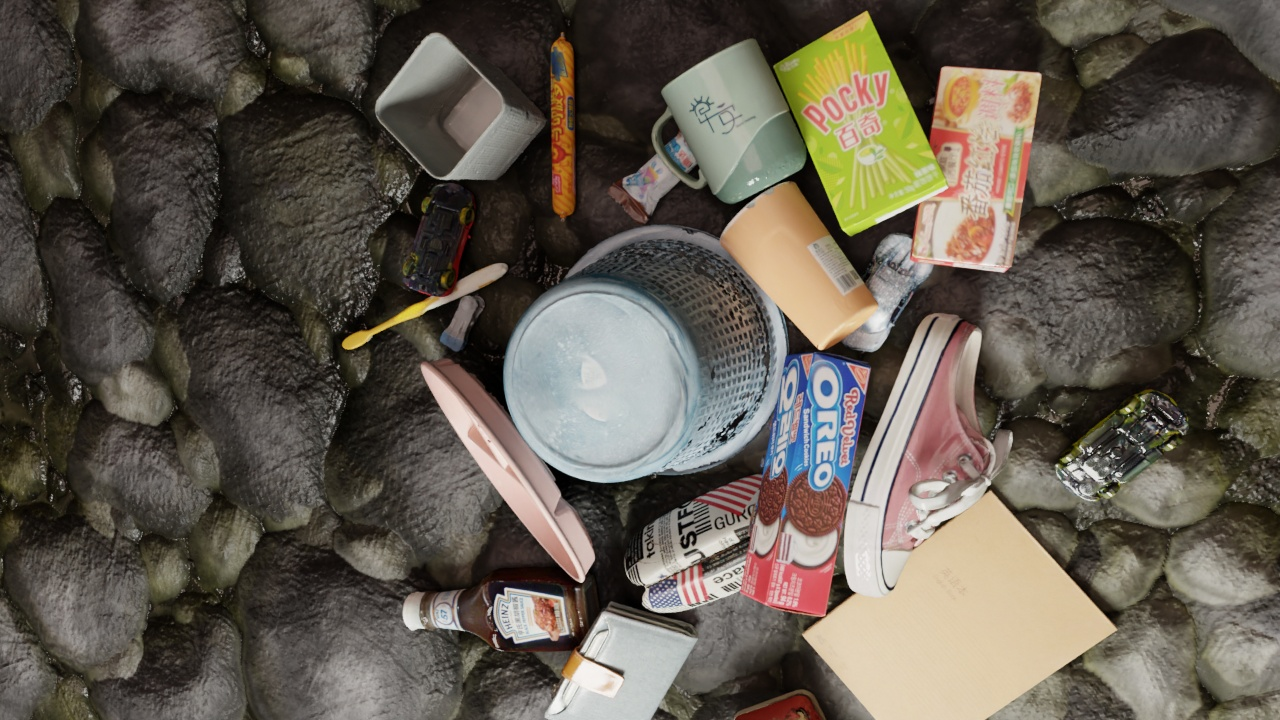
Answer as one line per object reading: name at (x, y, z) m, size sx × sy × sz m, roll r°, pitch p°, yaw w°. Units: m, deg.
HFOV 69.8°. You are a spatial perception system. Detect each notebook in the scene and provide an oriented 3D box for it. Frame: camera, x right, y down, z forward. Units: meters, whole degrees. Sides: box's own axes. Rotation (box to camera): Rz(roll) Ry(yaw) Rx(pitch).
notebook at (0.267, 0.232, 0.787) m, size 0.212 × 0.012 × 0.149 m, roll -43°, pitch 83°, yaw 17°

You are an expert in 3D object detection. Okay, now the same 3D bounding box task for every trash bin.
trash bin at (-0.004, 0.004, 0.738) m, size 0.227 × 0.194 × 0.226 m, roll 2°, pitch 98°, yaw 15°

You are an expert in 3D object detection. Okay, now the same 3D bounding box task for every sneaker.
sneaker at (0.234, 0.085, 0.731) m, size 0.088 × 0.118 × 0.241 m, roll 21°, pitch 98°, yaw 33°

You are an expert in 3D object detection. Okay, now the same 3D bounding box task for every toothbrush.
toothbrush at (-0.208, -0.051, 0.883) m, size 0.192 × 0.018 × 0.016 m, roll -24°, pitch 92°, yaw 15°

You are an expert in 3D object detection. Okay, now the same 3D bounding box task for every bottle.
bottle at (-0.137, 0.241, 0.887) m, size 0.195 × 0.044 × 0.080 m, roll -5°, pitch 99°, yaw 17°

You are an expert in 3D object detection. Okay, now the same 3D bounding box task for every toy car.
toy car at (0.376, 0.066, 0.723) m, size 0.048 × 0.032 × 0.105 m, roll 42°, pitch 117°, yaw 7°
toy car at (-0.185, -0.113, 0.858) m, size 0.049 × 0.031 × 0.106 m, roll 16°, pitch 92°, yaw 14°
toy car at (0.198, -0.054, 0.757) m, size 0.049 × 0.031 × 0.106 m, roll 33°, pitch 106°, yaw 11°

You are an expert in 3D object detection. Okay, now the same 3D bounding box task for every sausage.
sausage at (-0.069, -0.207, 0.818) m, size 0.021 × 0.021 × 0.165 m, roll 2°, pitch 98°, yaw 16°

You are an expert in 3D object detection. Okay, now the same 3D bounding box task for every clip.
clip at (-0.168, -0.036, 0.871) m, size 0.025 × 0.035 × 0.058 m, roll 36°, pitch 106°, yaw 11°

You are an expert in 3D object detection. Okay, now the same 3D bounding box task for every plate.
plate at (-0.111, 0.090, 0.783) m, size 0.028 × 0.230 × 0.229 m, roll -36°, pitch 86°, yaw -17°

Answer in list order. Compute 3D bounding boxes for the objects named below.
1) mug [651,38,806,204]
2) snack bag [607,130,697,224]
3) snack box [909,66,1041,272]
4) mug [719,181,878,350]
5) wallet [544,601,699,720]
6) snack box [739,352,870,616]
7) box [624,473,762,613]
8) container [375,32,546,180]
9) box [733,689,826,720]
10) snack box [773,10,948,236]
mug at (0.066, -0.181, 0.736) m, size 0.112 × 0.082 × 0.106 m, roll -24°, pitch 99°, yaw 27°
snack bag at (0.023, -0.166, 0.794) m, size 0.105 × 0.026 × 0.045 m, roll -41°, pitch 98°, yaw 16°
snack box at (0.260, -0.149, 0.716) m, size 0.075 × 0.025 × 0.153 m, roll 9°, pitch 90°, yaw 14°
mug at (0.131, -0.073, 0.738) m, size 0.078 × 0.078 × 0.122 m, roll -41°, pitch 75°, yaw 17°
wallet at (-0.019, 0.290, 0.843) m, size 0.106 × 0.037 × 0.130 m, roll 22°, pitch 106°, yaw -21°
snack box at (0.134, 0.097, 0.747) m, size 0.057 × 0.058 × 0.207 m, roll 14°, pitch 83°, yaw -14°
box at (0.069, 0.172, 0.821) m, size 0.162 × 0.075 × 0.087 m, roll -28°, pitch 119°, yaw 14°
container at (-0.148, -0.211, 0.791) m, size 0.090 × 0.114 × 0.090 m, roll 47°, pitch 106°, yaw 5°
box at (0.146, 0.390, 0.807) m, size 0.091 × 0.078 × 0.168 m, roll -27°, pitch 90°, yaw 18°
snack box at (0.172, -0.187, 0.726) m, size 0.086 × 0.026 × 0.156 m, roll -25°, pitch 75°, yaw 22°
